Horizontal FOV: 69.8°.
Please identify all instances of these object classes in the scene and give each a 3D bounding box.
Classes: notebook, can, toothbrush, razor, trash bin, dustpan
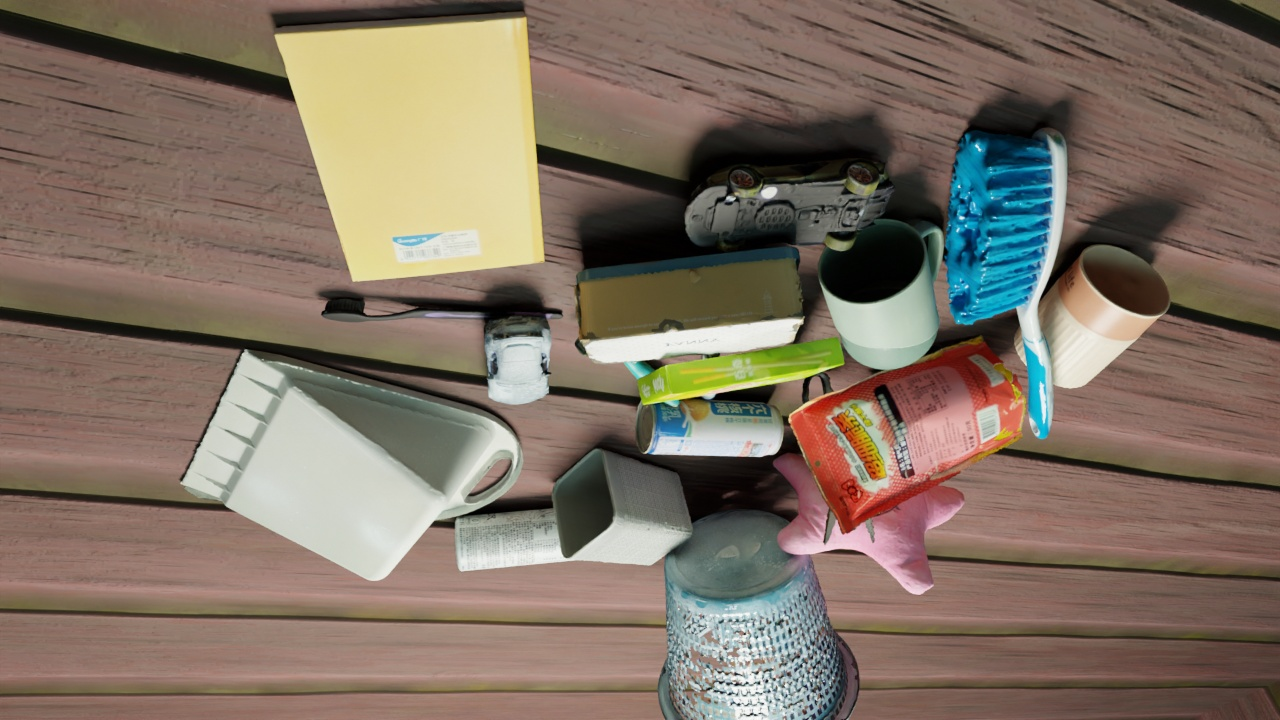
[{"bbox_3d":[-0.141,-0.132,0.610,0.146,0.010,0.207,-7,142,-7],"label":"notebook"},{"bbox_3d":[0.066,0.064,0.877,0.134,0.053,0.053,3,140,-18],"label":"can"},{"bbox_3d":[-0.153,-0.039,0.727,0.188,0.016,0.014,0,153,-19],"label":"toothbrush"},{"bbox_3d":[-0.005,0.005,0.803,0.043,0.028,0.132,-47,132,2],"label":"razor"},{"bbox_3d":[0.115,0.279,0.994,0.226,0.226,0.195,-11,116,0],"label":"trash bin"},{"bbox_3d":[-0.252,0.090,0.866,0.257,0.142,0.223,36,128,-9],"label":"dustpan"},{"bbox_3d":[-0.124,0.190,0.986,0.146,0.058,0.058,-4,142,-10],"label":"can"}]

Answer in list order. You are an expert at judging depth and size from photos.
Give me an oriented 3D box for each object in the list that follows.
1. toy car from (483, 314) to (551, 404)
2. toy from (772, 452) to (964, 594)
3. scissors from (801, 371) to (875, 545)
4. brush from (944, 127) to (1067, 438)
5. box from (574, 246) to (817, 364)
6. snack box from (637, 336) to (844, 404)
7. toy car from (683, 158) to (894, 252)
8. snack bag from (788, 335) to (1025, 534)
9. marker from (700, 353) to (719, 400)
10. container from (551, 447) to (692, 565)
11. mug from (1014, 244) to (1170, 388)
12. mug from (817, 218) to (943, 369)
[{"bbox_3d":[-0.103,0.004,0.769,0.054,0.036,0.121,-5,149,-10],"label":"toy car"},{"bbox_3d":[0.226,0.137,0.942,0.195,0.178,0.075,16,146,22],"label":"toy"},{"bbox_3d":[0.200,0.085,0.877,0.159,0.177,0.014,44,165,-10],"label":"scissors"},{"bbox_3d":[0.304,-0.044,0.749,0.109,0.060,0.315,-15,126,-9],"label":"brush"},{"bbox_3d":[0.044,-0.040,0.702,0.184,0.060,0.090,-8,167,1],"label":"box"},{"bbox_3d":[0.083,0.010,0.776,0.156,0.026,0.086,-9,173,-17],"label":"snack box"},{"bbox_3d":[0.107,-0.115,0.667,0.158,0.042,0.070,-4,144,-11],"label":"toy car"},{"bbox_3d":[0.252,0.063,0.858,0.207,0.128,0.073,-23,-177,-8],"label":"snack bag"},{"bbox_3d":[0.063,-0.011,0.810,0.017,0.016,0.146,-7,142,-6],"label":"marker"},{"bbox_3d":[-0.016,0.156,0.947,0.114,0.090,0.090,18,134,-37],"label":"container"},{"bbox_3d":[0.405,-0.042,0.816,0.114,0.081,0.106,-26,154,-33],"label":"mug"},{"bbox_3d":[0.205,-0.059,0.743,0.111,0.082,0.106,-44,140,-8],"label":"mug"}]
